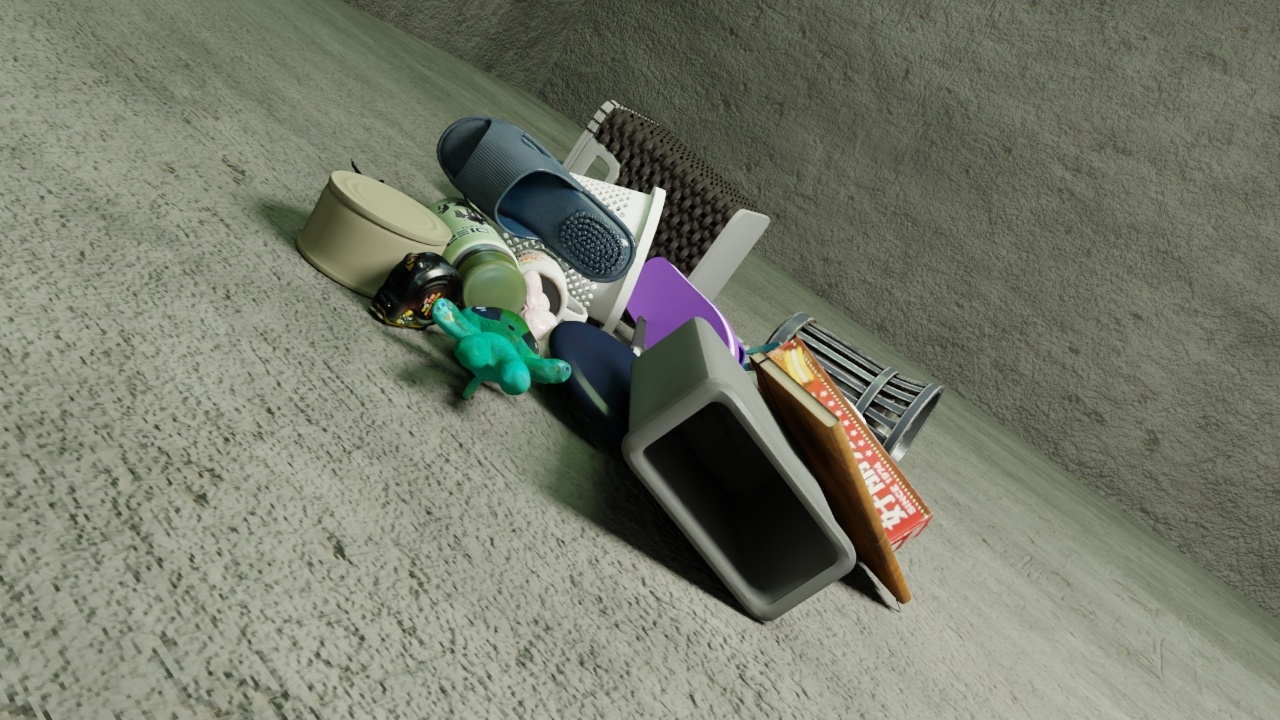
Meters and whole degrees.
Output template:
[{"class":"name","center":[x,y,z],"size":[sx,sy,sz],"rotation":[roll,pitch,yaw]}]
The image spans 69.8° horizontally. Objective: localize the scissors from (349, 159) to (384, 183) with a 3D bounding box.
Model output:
[{"class":"scissors","center":[-0.289,-0.177,1.004],"size":[0.158,0.012,0.162],"rotation":[15,-19,42]}]

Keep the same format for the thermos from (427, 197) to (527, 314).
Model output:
[{"class":"thermos","center":[-0.181,-0.106,0.964],"size":[0.082,0.082,0.231],"rotation":[24,13,-30]}]

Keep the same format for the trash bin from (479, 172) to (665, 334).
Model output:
[{"class":"trash bin","center":[-0.098,-0.158,1.148],"size":[0.199,0.196,0.195],"rotation":[21,17,-7]}]

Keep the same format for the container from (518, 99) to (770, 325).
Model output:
[{"class":"container","center":[0.016,-0.198,1.366],"size":[0.243,0.248,0.245],"rotation":[39,16,11]}]

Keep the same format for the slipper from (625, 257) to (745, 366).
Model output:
[{"class":"slipper","center":[0.066,-0.025,1.152],"size":[0.084,0.107,0.266],"rotation":[36,17,-39]}]

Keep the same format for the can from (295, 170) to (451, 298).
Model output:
[{"class":"can","center":[-0.254,-0.119,0.883],"size":[0.128,0.073,0.127],"rotation":[30,15,-9]}]

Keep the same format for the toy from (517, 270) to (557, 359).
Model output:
[{"class":"toy","center":[-0.108,-0.036,0.938],"size":[0.063,0.047,0.109],"rotation":[63,18,-54]}]

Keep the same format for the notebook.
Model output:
[{"class":"notebook","center":[0.185,0.114,0.904],"size":[0.249,0.014,0.178],"rotation":[62,-6,-30]}]

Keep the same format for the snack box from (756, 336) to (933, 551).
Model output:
[{"class":"snack box","center":[0.212,0.095,0.987],"size":[0.236,0.060,0.113],"rotation":[56,-3,23]}]

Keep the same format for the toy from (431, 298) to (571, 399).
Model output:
[{"class":"toy","center":[-0.129,-0.005,0.805],"size":[0.130,0.072,0.193],"rotation":[32,6,-10]}]

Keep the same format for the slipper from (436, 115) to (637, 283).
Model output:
[{"class":"slipper","center":[-0.119,-0.180,1.015],"size":[0.263,0.101,0.082],"rotation":[37,14,3]}]

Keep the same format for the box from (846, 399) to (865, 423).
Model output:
[{"class":"box","center":[0.182,0.069,1.155],"size":[0.137,0.128,0.108],"rotation":[37,12,-22]}]

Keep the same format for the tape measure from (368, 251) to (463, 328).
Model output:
[{"class":"tape measure","center":[-0.199,-0.064,0.834],"size":[0.042,0.071,0.072],"rotation":[38,10,31]}]

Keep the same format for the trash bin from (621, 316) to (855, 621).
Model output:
[{"class":"trash bin","center":[0.075,0.079,0.784],"size":[0.192,0.098,0.219],"rotation":[52,10,-13]}]

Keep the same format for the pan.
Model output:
[{"class":"pan","center":[-0.006,0.006,0.989],"size":[0.199,0.021,0.355],"rotation":[42,17,-11]}]

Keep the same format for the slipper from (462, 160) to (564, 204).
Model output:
[{"class":"slipper","center":[-0.192,-0.258,1.433],"size":[0.095,0.105,0.252],"rotation":[-6,9,33]}]

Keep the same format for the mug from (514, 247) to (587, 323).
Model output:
[{"class":"mug","center":[-0.108,-0.073,1.036],"size":[0.105,0.073,0.089],"rotation":[29,16,-15]}]

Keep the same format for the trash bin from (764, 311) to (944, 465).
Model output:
[{"class":"trash bin","center":[0.283,0.045,1.300],"size":[0.227,0.164,0.164],"rotation":[35,15,22]}]

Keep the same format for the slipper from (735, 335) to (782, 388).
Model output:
[{"class":"slipper","center":[0.137,0.005,1.173],"size":[0.098,0.055,0.269],"rotation":[-21,27,-19]}]
